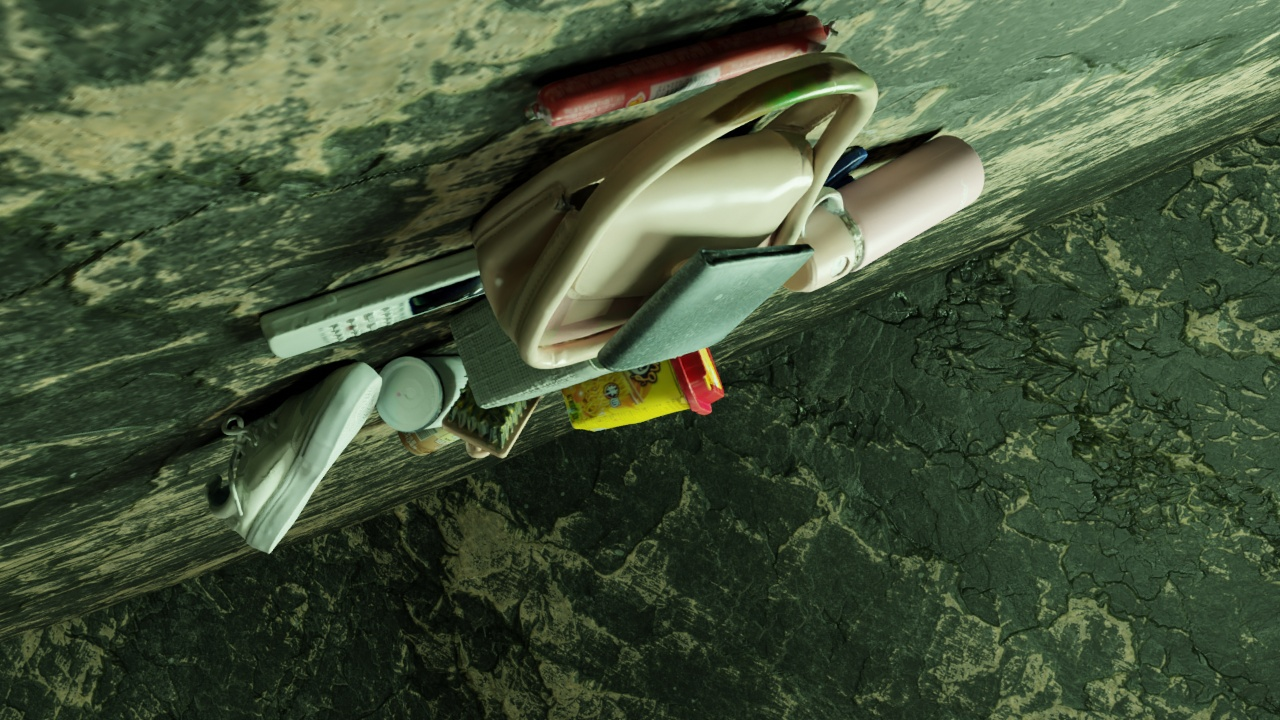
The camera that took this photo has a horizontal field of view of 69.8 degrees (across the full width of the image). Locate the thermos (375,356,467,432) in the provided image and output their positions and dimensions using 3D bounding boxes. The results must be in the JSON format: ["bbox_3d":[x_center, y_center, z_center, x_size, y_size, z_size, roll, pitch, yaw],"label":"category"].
[{"bbox_3d":[-0.173,0.027,0.898,0.073,0.073,0.224,-24,175,14],"label":"thermos"}]

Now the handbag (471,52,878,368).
[{"bbox_3d":[0.028,-0.091,0.494,0.192,0.093,0.235,-20,169,-31],"label":"handbag"}]

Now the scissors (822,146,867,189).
[{"bbox_3d":[0.126,-0.123,0.762,0.174,0.012,0.163,-29,172,-38],"label":"scissors"}]

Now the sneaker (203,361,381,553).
[{"bbox_3d":[-0.306,0.069,0.787,0.243,0.090,0.089,-47,-168,33],"label":"sneaker"}]

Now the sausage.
[{"bbox_3d":[0.021,-0.128,0.402,0.155,0.020,0.020,-21,174,-19],"label":"sausage"}]

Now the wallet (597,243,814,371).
[{"bbox_3d":[0.041,-0.034,0.542,0.120,0.019,0.097,-13,157,-50],"label":"wallet"}]

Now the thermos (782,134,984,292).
[{"bbox_3d":[0.190,-0.126,0.740,0.198,0.067,0.087,-28,140,-24],"label":"thermos"}]

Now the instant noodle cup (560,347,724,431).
[{"bbox_3d":[-0.005,0.005,0.795,0.124,0.116,0.116,-21,170,10],"label":"instant noodle cup"}]

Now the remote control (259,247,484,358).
[{"bbox_3d":[-0.158,-0.036,0.573,0.150,0.021,0.058,-20,174,-15],"label":"remote control"}]

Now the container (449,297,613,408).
[{"bbox_3d":[-0.077,-0.018,0.721,0.114,0.090,0.090,-22,175,26],"label":"container"}]

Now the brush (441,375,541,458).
[{"bbox_3d":[-0.115,0.017,0.821,0.073,0.063,0.145,106,11,-57],"label":"brush"}]

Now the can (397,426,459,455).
[{"bbox_3d":[-0.231,0.069,1.090,0.117,0.058,0.058,-26,174,29],"label":"can"}]
